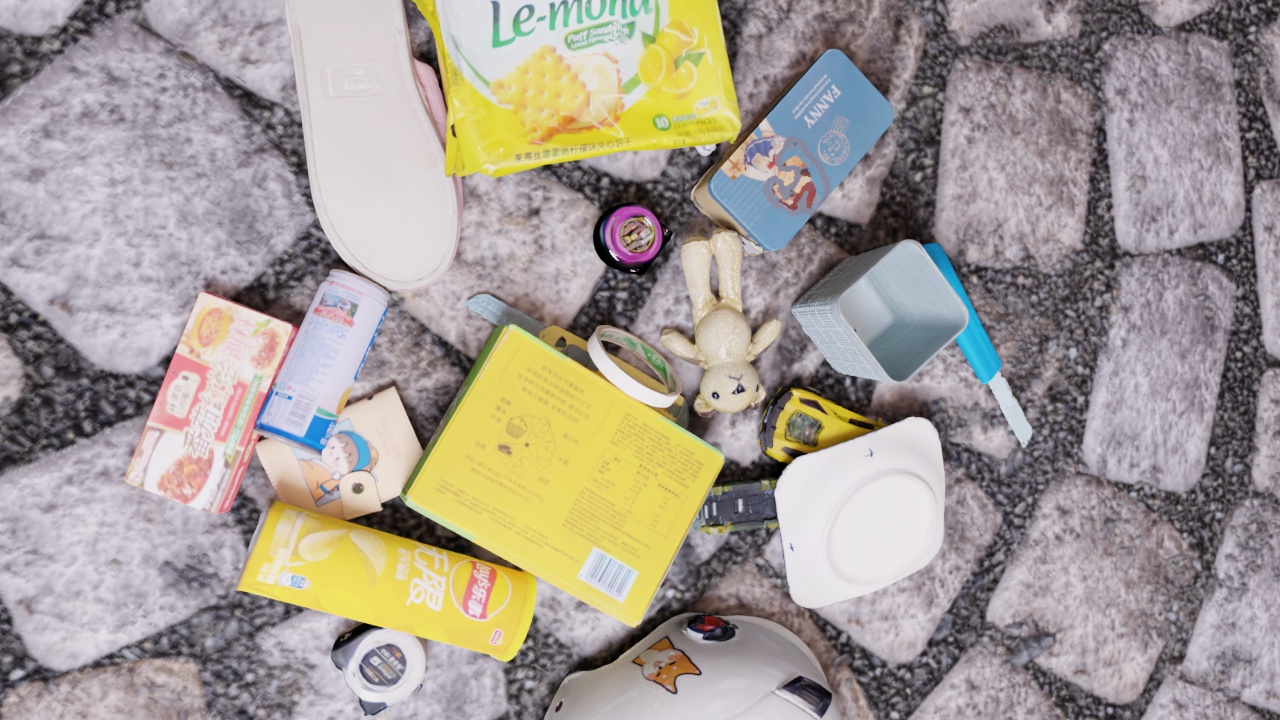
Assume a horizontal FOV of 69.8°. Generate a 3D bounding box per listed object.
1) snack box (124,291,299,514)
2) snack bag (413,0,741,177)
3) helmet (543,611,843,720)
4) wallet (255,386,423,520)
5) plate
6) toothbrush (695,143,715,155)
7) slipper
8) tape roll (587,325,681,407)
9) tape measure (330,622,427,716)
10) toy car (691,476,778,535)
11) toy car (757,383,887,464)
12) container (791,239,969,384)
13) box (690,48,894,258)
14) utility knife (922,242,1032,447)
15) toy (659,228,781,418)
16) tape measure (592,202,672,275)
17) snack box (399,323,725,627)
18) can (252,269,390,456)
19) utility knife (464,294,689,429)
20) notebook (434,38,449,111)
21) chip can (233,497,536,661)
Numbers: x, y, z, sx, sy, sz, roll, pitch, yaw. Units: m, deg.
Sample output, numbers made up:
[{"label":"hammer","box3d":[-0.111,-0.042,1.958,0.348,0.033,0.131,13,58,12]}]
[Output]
[{"label":"snack box","box3d":[-0.320,0.032,0.690,0.075,0.025,0.153,21,86,-1]},{"label":"snack bag","box3d":[-0.042,-0.229,0.715,0.246,0.068,0.158,-12,92,-16]},{"label":"helmet","box3d":[0.057,0.332,0.727,0.273,0.157,0.230,-12,95,-13]},{"label":"wallet","box3d":[-0.230,0.082,0.722,0.115,0.024,0.087,-23,92,-12]},{"label":"plate","box3d":[0.201,0.141,0.795,0.164,0.034,0.164,-18,115,-13]},{"label":"toothbrush","box3d":[0.017,-0.255,0.774,0.016,0.016,0.180,-32,98,-22]},{"label":"slipper","box3d":[-0.206,-0.188,0.704,0.114,0.054,0.274,-14,98,-13]},{"label":"tape roll","box3d":[-0.004,0.004,0.743,0.086,0.085,0.014,33,111,-12]},{"label":"tape measure","box3d":[-0.202,0.237,0.726,0.066,0.033,0.066,-27,99,-9]},{"label":"toy car","box3d":[0.083,0.124,0.789,0.091,0.036,0.043,-3,91,-13]},{"label":"toy car","box3d":[0.176,0.073,0.808,0.155,0.041,0.071,23,87,-15]},{"label":"container","box3d":[0.194,-0.040,0.773,0.090,0.111,0.090,-41,101,-9]},{"label":"box","box3d":[0.132,-0.178,0.781,0.090,0.062,0.184,41,84,-12]},{"label":"utility knife","box3d":[0.309,-0.014,0.848,0.034,0.018,0.218,-33,97,-12]},{"label":"toy","box3d":[0.069,-0.031,0.766,0.105,0.066,0.157,-10,100,-8]},{"label":"tape measure","box3d":[-0.010,-0.102,0.761,0.058,0.039,0.057,36,83,-17]},{"label":"snack box","box3d":[-0.060,0.090,0.726,0.210,0.070,0.157,32,78,-14]},{"label":"can","box3d":[-0.238,0.001,0.692,0.053,0.053,0.134,24,76,-13]},{"label":"utility knife","box3d":[-0.048,0.000,0.769,0.216,0.022,0.031,28,79,-8]},{"label":"notebook","box3d":[-0.102,-0.309,0.747,0.145,0.010,0.206,-9,94,-13]},{"label":"chip can","box3d":[-0.189,0.168,0.699,0.213,0.072,0.072,22,86,-18]}]
